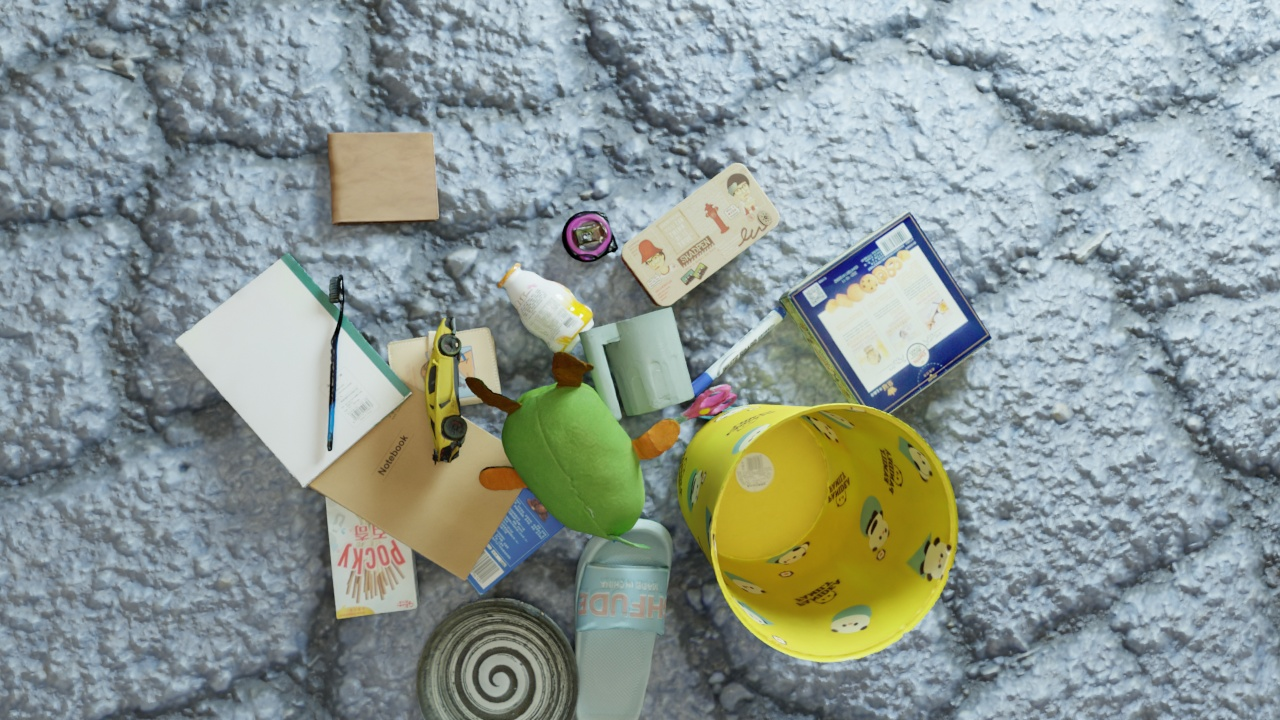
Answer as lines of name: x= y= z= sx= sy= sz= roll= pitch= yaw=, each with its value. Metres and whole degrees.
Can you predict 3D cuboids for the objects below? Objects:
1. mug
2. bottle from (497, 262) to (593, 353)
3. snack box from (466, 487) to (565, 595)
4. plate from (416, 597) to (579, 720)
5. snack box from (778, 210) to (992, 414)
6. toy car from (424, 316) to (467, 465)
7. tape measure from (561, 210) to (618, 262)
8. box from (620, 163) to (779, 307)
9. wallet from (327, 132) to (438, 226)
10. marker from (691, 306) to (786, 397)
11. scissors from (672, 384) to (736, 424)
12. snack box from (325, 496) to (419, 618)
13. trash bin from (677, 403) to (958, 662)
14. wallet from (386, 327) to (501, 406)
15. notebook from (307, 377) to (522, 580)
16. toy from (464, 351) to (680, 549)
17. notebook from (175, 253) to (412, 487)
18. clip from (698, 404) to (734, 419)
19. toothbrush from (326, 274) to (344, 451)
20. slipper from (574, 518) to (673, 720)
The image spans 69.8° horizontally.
mug: x=-0.006 y=0.006 z=0.995 sx=0.123 sy=0.084 sz=0.103 roll=-19 pitch=93 yaw=-43
bottle: x=-0.105 y=-0.059 z=1.003 sx=0.108 sy=0.063 sz=0.063 roll=41 pitch=83 yaw=-5
snack box: x=-0.140 y=0.174 z=1.009 sx=0.157 sy=0.026 sz=0.084 roll=-39 pitch=94 yaw=-8
plate: x=-0.152 y=0.346 z=0.993 sx=0.179 sy=0.024 sz=0.179 roll=0 pitch=88 yaw=4
snack box: x=0.284 y=-0.049 z=1.066 sx=0.177 sy=0.046 sz=0.182 roll=-34 pitch=93 yaw=-8
toy car: x=-0.203 y=0.031 z=0.954 sx=0.041 sy=0.071 sz=0.155 roll=-1 pitch=78 yaw=-13
tape measure: x=-0.059 y=-0.139 z=1.024 sx=0.058 sy=0.039 sz=0.057 roll=-17 pitch=91 yaw=-8
box: x=0.063 y=-0.140 z=1.031 sx=0.168 sy=0.076 sz=0.091 roll=-37 pitch=94 yaw=-2
wallet: x=-0.282 y=-0.200 z=1.007 sx=0.115 sy=0.020 sz=0.101 roll=-3 pitch=88 yaw=-11
marker: x=0.111 y=-0.011 z=1.055 sx=0.145 sy=0.017 sz=0.017 roll=-41 pitch=94 yaw=-7
scissors: x=0.047 y=0.065 z=1.028 sx=0.133 sy=0.057 sz=0.017 roll=-30 pitch=58 yaw=11
snack box: x=-0.289 y=0.193 z=0.988 sx=0.084 sy=0.027 sz=0.156 roll=-6 pitch=88 yaw=-9
trash bin: x=0.153 y=0.147 z=0.928 sx=0.229 sy=0.255 sz=0.229 roll=0 pitch=93 yaw=-9
wallet: x=-0.215 y=0.009 z=1.007 sx=0.115 sy=0.024 sz=0.087 roll=-8 pitch=94 yaw=-6
notebook: x=-0.236 y=0.118 z=0.980 sx=0.207 sy=0.008 sz=0.147 roll=32 pitch=81 yaw=-4
toy: x=-0.069 y=0.093 z=0.937 sx=0.227 sy=0.089 sz=0.247 roll=-15 pitch=120 yaw=20
notebook: x=-0.366 y=0.007 z=0.971 sx=0.150 sy=0.012 sz=0.209 roll=-42 pitch=84 yaw=-9
clip: x=0.094 y=0.060 z=1.052 sx=0.056 sy=0.014 sz=0.043 roll=9 pitch=88 yaw=-9
toothbrush: x=-0.323 y=0.001 z=0.963 sx=0.016 sy=0.014 sz=0.189 roll=1 pitch=80 yaw=-3
slipper: x=-0.024 y=0.293 z=0.997 sx=0.104 sy=0.074 sz=0.245 roll=8 pitch=88 yaw=-7
